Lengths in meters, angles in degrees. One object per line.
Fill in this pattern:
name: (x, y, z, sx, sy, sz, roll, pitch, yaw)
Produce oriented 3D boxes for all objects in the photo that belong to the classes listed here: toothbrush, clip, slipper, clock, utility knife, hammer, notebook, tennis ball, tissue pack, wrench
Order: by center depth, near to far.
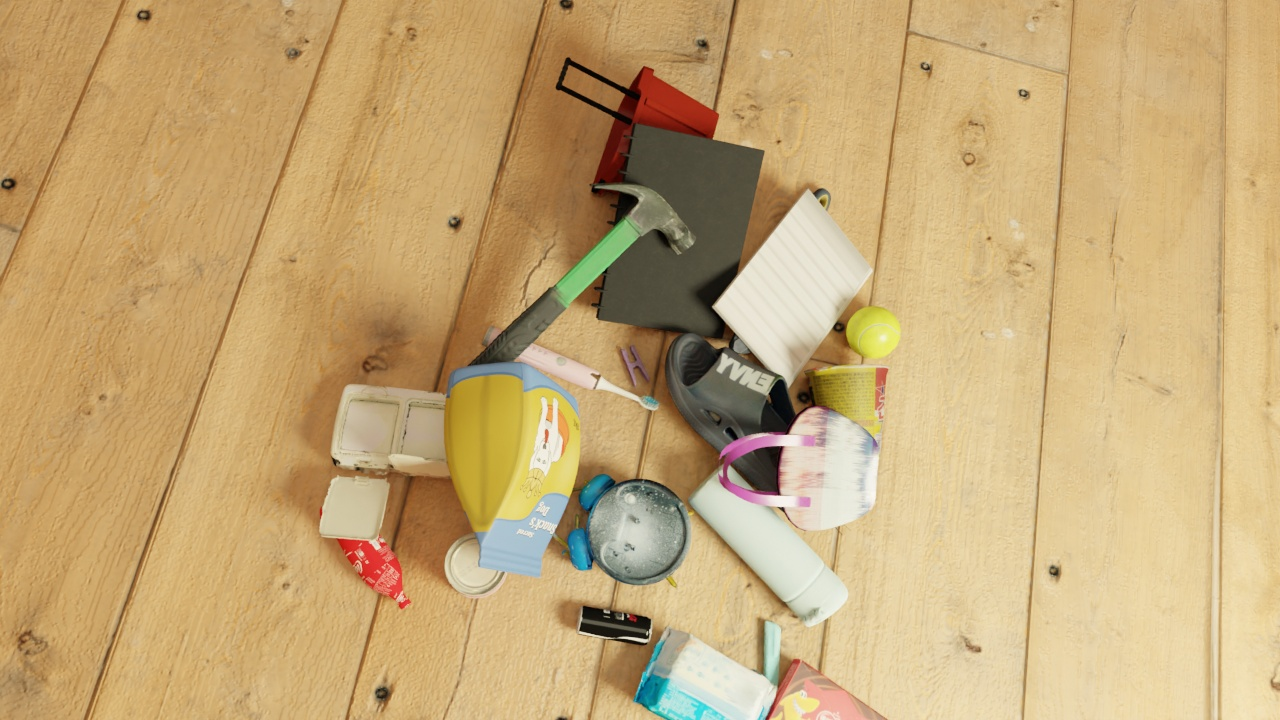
tissue pack: (0.069, 0.361, 1.000, 0.144, 0.062, 0.092, 30, 71, -3)
utility knife: (0.147, 0.375, 1.032, 0.022, 0.015, 0.158, 12, 73, -27)
clock: (-0.021, 0.189, 1.035, 0.161, 0.060, 0.116, 18, 74, -2)
hammer: (-0.092, -0.076, 1.050, 0.319, 0.032, 0.130, -44, 112, 2)
slipper: (0.136, 0.068, 1.061, 0.268, 0.084, 0.110, 48, 45, 1)
notebook: (0.042, -0.150, 1.089, 0.169, 0.019, 0.232, 8, 104, -15)
toothbrush: (-0.081, 0.012, 1.090, 0.222, 0.027, 0.027, 22, 64, -2)
clip: (-0.008, 0.007, 1.110, 0.036, 0.013, 0.052, -23, 77, -15)
notebook: (0.193, -0.090, 1.134, 0.142, 0.009, 0.209, 46, 68, -18)
tennis ball: (0.289, -0.035, 1.139, 0.065, 0.065, 0.065, 2, 75, -8)
wrench: (0.177, -0.117, 1.151, 0.073, 0.022, 0.272, 44, 63, -22)

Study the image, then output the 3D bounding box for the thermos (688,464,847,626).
thermos: (0.148, 0.212, 1.051, 0.207, 0.065, 0.077, 45, 33, 5)

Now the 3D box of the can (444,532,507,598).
can: (-0.177, 0.222, 0.992, 0.067, 0.076, 0.067, 2, 75, -8)

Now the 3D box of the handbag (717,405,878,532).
handbag: (0.167, 0.120, 1.004, 0.169, 0.068, 0.144, 2, 94, -15)

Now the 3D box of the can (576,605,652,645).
can: (-0.029, 0.295, 1.018, 0.080, 0.032, 0.031, 11, 73, -6)

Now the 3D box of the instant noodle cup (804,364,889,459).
instant noodle cup: (0.251, 0.064, 1.098, 0.100, 0.100, 0.112, -3, 84, -10)

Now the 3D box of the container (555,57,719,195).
container: (-0.019, -0.282, 1.127, 0.200, 0.127, 0.148, 21, 73, -13)

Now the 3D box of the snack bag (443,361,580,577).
snack bag: (-0.134, 0.121, 0.973, 0.102, 0.159, 0.205, -6, 72, 15)

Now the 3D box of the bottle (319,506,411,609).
bottle: (-0.295, 0.209, 0.995, 0.041, 0.042, 0.141, -36, 83, -16)

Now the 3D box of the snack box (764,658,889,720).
snack box: (0.207, 0.407, 1.023, 0.133, 0.021, 0.089, 35, 72, -4)

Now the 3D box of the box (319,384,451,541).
box: (-0.264, 0.095, 0.989, 0.145, 0.101, 0.186, 5, 48, -8)
